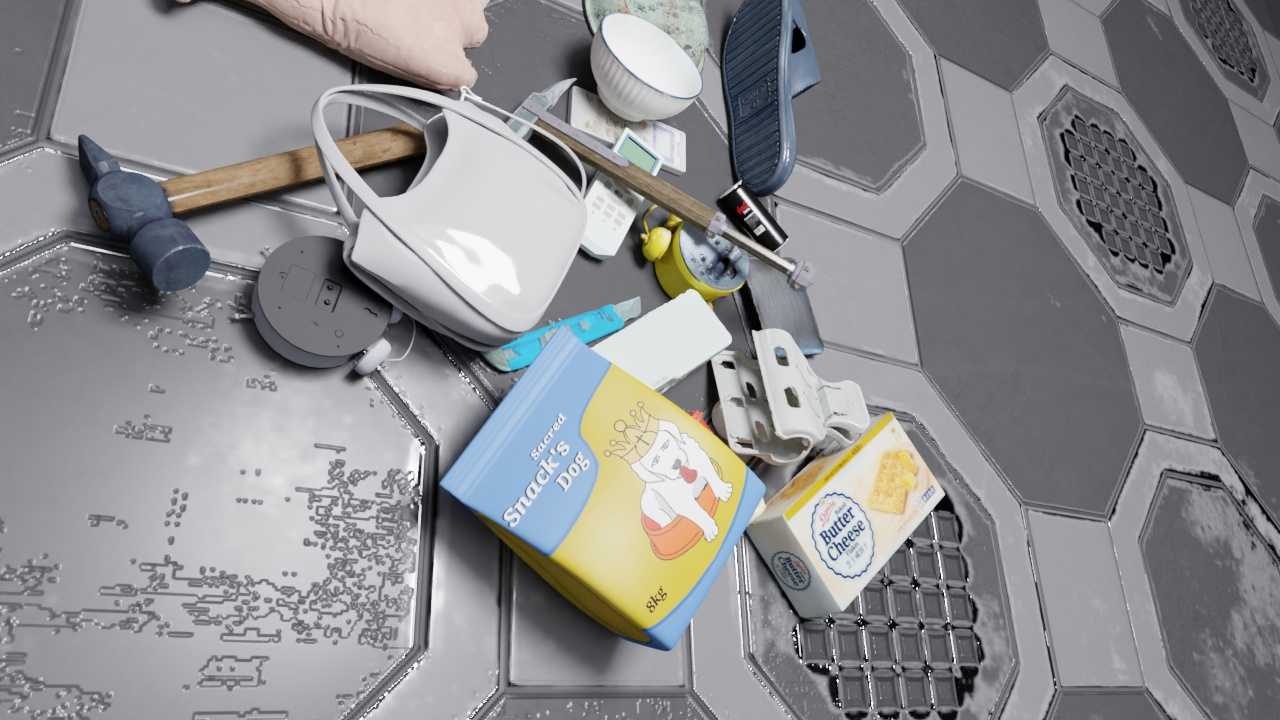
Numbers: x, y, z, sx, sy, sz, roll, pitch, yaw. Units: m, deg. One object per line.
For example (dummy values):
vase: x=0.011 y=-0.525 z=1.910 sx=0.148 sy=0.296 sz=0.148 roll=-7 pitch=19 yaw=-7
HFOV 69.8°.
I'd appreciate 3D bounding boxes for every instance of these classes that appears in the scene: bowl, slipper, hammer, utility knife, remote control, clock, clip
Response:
bowl: x=0.016 y=-0.369 z=0.988 sx=0.157 sy=0.039 sz=0.157 roll=14 pitch=63 yaw=-30
slipper: x=0.152 y=-0.297 z=1.022 sx=0.082 sy=0.101 sz=0.263 roll=15 pitch=68 yaw=-38
hammer: x=-0.250 y=-0.152 z=0.703 sx=0.129 sy=0.040 sz=0.320 roll=45 pitch=44 yaw=16
utility knife: x=-0.062 y=-0.026 z=0.803 sx=0.178 sy=0.015 sz=0.031 roll=-24 pitch=90 yaw=-40
remote control: x=-0.026 y=-0.156 z=0.876 sx=0.049 sy=0.024 sz=0.143 roll=36 pitch=56 yaw=-17
hammer: x=0.025 y=-0.155 z=0.851 sx=0.317 sy=0.028 sz=0.146 roll=31 pitch=53 yaw=1
remote control: x=0.127 y=0.061 z=0.896 sx=0.136 sy=0.013 sz=0.043 roll=8 pitch=66 yaw=-32
clock: x=-0.226 y=-0.037 z=0.680 sx=0.122 sy=0.035 sz=0.094 roll=25 pitch=58 yaw=-25
clip: x=0.149 y=0.032 z=0.856 sx=0.152 sy=0.097 sz=0.126 roll=3 pitch=50 yaw=-11
clock: x=0.050 y=-0.105 z=0.886 sx=0.119 sy=0.057 sz=0.083 roll=49 pitch=52 yaw=-8
remote control: x=-0.011 y=-0.231 z=0.927 sx=0.135 sy=0.011 sz=0.050 roll=15 pitch=62 yaw=-29
bowl: x=-0.003 y=-0.280 z=0.909 sx=0.118 sy=0.062 sz=0.117 roll=22 pitch=44 yaw=-24

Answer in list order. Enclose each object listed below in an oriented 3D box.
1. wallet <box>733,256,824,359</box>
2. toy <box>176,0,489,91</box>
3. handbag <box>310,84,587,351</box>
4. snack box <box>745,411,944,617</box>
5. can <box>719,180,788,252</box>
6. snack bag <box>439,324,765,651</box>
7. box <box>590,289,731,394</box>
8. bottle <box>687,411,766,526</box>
wallet: x=0.142 y=-0.057 z=0.949 sx=0.089 sy=0.026 sz=0.115 roll=-6 pitch=74 yaw=-38
toy: x=-0.255 y=-0.315 z=0.772 sx=0.264 sy=0.065 sz=0.195 roll=21 pitch=48 yaw=-18
handbag: x=-0.154 y=-0.133 z=0.719 sx=0.222 sy=0.096 sz=0.215 roll=39 pitch=51 yaw=-21
snack box: x=0.200 y=0.143 z=0.883 sx=0.207 sy=0.058 sz=0.104 roll=-32 pitch=91 yaw=-40
can: x=0.120 y=-0.150 z=0.971 sx=0.080 sy=0.032 sz=0.031 roll=49 pitch=51 yaw=-7
snack bag: x=-0.028 y=0.096 z=0.695 sx=0.205 sy=0.102 sz=0.158 roll=43 pitch=65 yaw=-17
box: x=-0.006 y=0.003 z=0.809 sx=0.198 sy=0.066 sz=0.083 roll=-35 pitch=108 yaw=-36
bottle: x=0.067 y=0.098 z=0.820 sx=0.109 sy=0.044 sz=0.044 roll=53 pitch=51 yaw=-5
